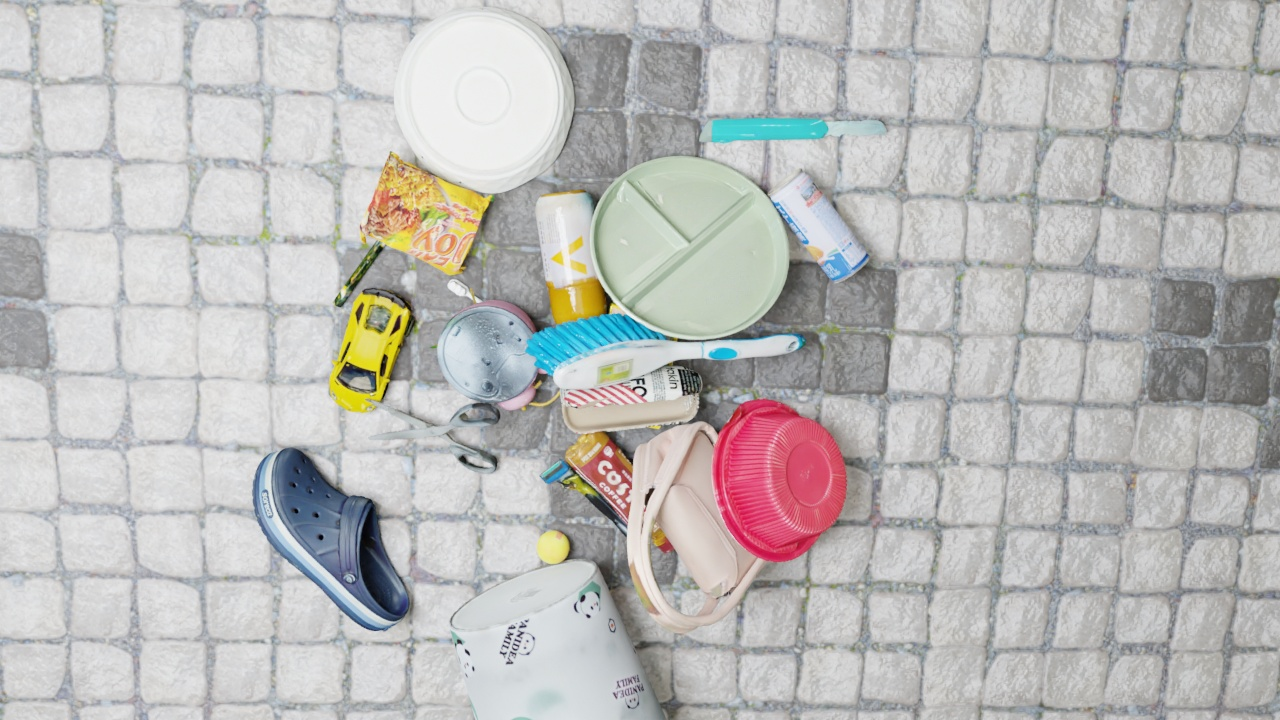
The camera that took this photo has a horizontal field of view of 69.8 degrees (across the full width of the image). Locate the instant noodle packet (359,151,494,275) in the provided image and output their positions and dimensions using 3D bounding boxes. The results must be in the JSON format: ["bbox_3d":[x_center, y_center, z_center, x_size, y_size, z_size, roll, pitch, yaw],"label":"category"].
[{"bbox_3d":[-0.243,-0.161,1.043,0.128,0.044,0.111,22,106,-21],"label":"instant noodle packet"}]

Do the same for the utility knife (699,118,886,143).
[{"bbox_3d":[0.180,-0.271,1.080,0.222,0.013,0.029,-1,97,-1],"label":"utility knife"}]

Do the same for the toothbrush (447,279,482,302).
[{"bbox_3d":[-0.152,-0.042,1.093,0.180,0.016,0.016,35,104,-9],"label":"toothbrush"}]

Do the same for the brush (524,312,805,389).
[{"bbox_3d":[0.034,-0.016,1.041,0.313,0.109,0.061,-13,126,-27],"label":"brush"}]

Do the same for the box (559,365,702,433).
[{"bbox_3d":[-0.010,0.050,1.060,0.162,0.076,0.087,-9,124,-5],"label":"box"}]

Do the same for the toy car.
[{"bbox_3d":[-0.317,-0.009,1.075,0.071,0.041,0.156,21,98,-7],"label":"toy car"}]

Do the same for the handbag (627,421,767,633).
[{"bbox_3d":[0.055,0.201,1.035,0.094,0.233,0.193,-26,107,31],"label":"handbag"}]

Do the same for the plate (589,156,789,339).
[{"bbox_3d":[0.055,-0.127,1.042,0.230,0.027,0.230,3,71,-8],"label":"plate"}]

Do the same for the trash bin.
[{"bbox_3d":[-0.096,0.386,1.070,0.229,0.229,0.252,-20,94,-1],"label":"trash bin"}]

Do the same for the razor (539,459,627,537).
[{"bbox_3d":[-0.057,0.172,1.131,0.142,0.022,0.043,41,127,-13],"label":"razor"}]

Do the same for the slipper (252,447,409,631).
[{"bbox_3d":[-0.350,0.207,1.074,0.095,0.105,0.253,-32,102,9],"label":"slipper"}]

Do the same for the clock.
[{"bbox_3d":[-0.157,-0.004,1.069,0.158,0.059,0.117,35,107,-10],"label":"clock"}]

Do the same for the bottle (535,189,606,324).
[{"bbox_3d":[-0.077,-0.100,1.062,0.068,0.068,0.189,-8,100,-3],"label":"bottle"}]

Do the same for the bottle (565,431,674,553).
[{"bbox_3d":[-0.015,0.160,1.114,0.057,0.057,0.175,-42,100,3],"label":"bottle"}]

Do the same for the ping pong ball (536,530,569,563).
[{"bbox_3d":[-0.107,0.229,1.127,0.040,0.040,0.040,-1,99,-4],"label":"ping pong ball"}]

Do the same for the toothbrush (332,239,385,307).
[{"bbox_3d":[-0.300,-0.137,1.067,0.012,0.017,0.186,33,97,-44],"label":"toothbrush"}]

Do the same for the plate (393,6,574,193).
[{"bbox_3d":[-0.177,-0.296,1.037,0.205,0.045,0.205,-1,100,-4],"label":"plate"}]

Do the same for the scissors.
[{"bbox_3d":[-0.240,0.085,1.090,0.181,0.014,0.159,-20,122,23],"label":"scissors"}]

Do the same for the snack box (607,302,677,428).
[{"bbox_3d":[-0.007,0.006,1.103,0.087,0.033,0.140,10,100,-5],"label":"snack box"}]

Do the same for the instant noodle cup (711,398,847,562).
[{"bbox_3d":[0.173,0.135,1.066,0.193,0.066,0.193,10,73,-34],"label":"instant noodle cup"}]

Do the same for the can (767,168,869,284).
[{"bbox_3d":[0.209,-0.158,1.079,0.053,0.053,0.134,-39,99,3],"label":"can"}]
